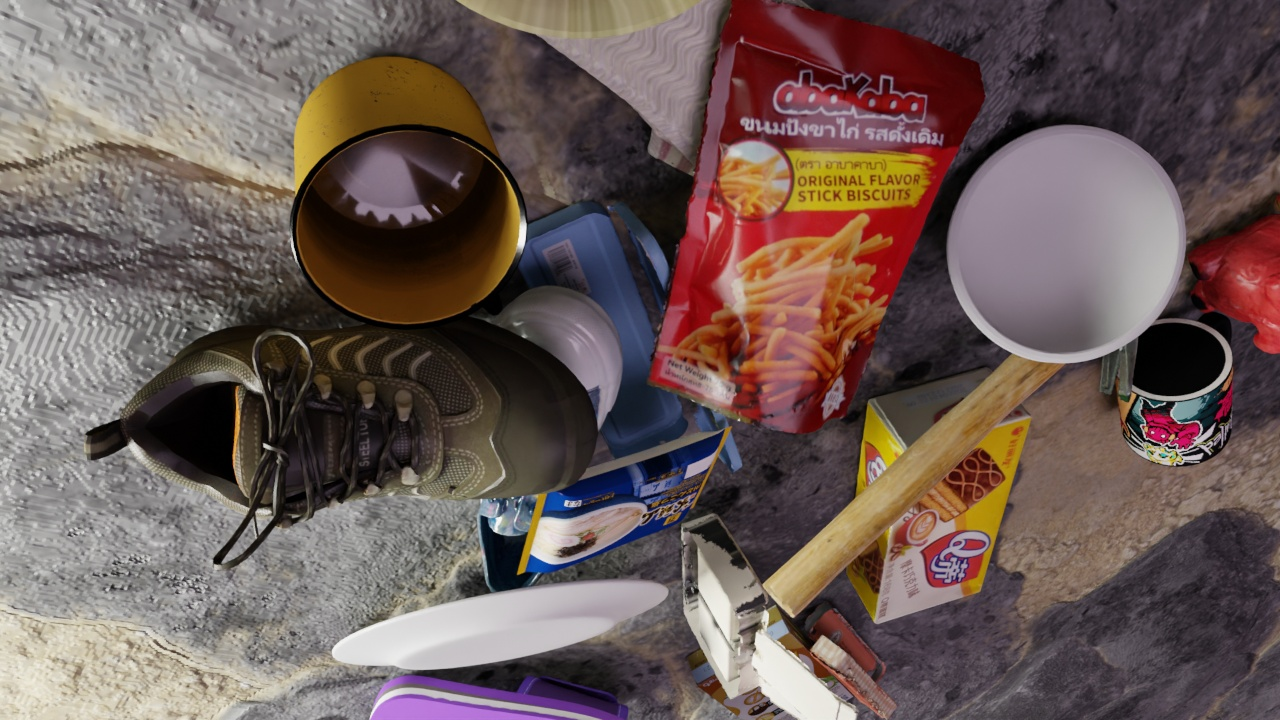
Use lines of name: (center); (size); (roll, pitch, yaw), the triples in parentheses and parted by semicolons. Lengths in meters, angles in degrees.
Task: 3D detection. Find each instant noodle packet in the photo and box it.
instant noodle packet: (-0.010, 0.085, 0.562); (0.134, 0.026, 0.087); (-15, 143, -30)

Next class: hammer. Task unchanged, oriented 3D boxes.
hammer: (0.220, 0.061, 0.655); (0.330, 0.033, 0.132); (-43, 109, 1)

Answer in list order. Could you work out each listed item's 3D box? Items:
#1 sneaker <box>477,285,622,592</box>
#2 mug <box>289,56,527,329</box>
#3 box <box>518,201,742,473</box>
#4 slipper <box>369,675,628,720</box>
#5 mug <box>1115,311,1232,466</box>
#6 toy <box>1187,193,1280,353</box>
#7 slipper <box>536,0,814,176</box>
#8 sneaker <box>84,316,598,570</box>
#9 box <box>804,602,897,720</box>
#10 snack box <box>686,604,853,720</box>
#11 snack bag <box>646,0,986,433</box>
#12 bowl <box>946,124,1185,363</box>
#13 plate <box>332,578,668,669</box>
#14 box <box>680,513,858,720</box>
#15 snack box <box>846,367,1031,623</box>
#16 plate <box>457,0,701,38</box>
sneaker: (-0.071, 0.060, 0.567); (0.087, 0.079, 0.236); (18, 132, 5)
mug: (-0.107, -0.075, 0.442); (0.100, 0.094, 0.124); (-32, 132, 6)
box: (-0.004, 0.003, 0.568); (0.073, 0.085, 0.209); (-32, 133, -9)
slipper: (-0.100, 0.322, 0.808); (0.266, 0.084, 0.107); (18, 110, -10)
mug: (0.450, 0.015, 0.758); (0.118, 0.082, 0.098); (-47, 134, -11)
toy: (0.489, -0.058, 0.676); (0.094, 0.133, 0.088); (-38, 143, 0)
slipper: (0.040, -0.146, 0.472); (0.263, 0.052, 0.115); (32, 117, -27)
sneaker: (-0.146, 0.030, 0.435); (0.238, 0.142, 0.101); (3, 103, 9)
box: (0.218, 0.306, 0.922); (0.057, 0.070, 0.187); (-2, 146, 33)
snack box: (0.134, 0.319, 0.921); (0.101, 0.031, 0.186); (-33, 133, 8)
snack bag: (0.083, -0.069, 0.478); (0.139, 0.066, 0.208); (9, 113, -12)
bowl: (0.269, -0.075, 0.598); (0.149, 0.043, 0.149); (0, 96, 1)
plate: (-0.097, 0.200, 0.669); (0.242, 0.016, 0.243); (-10, 157, -5)
box: (0.094, 0.223, 0.724); (0.057, 0.187, 0.145); (-26, 139, -21)
snack box: (0.243, 0.119, 0.772); (0.110, 0.061, 0.231); (-14, 132, -10)
plate: (-0.027, -0.226, 0.363); (0.184, 0.036, 0.184); (-3, 111, -7)
